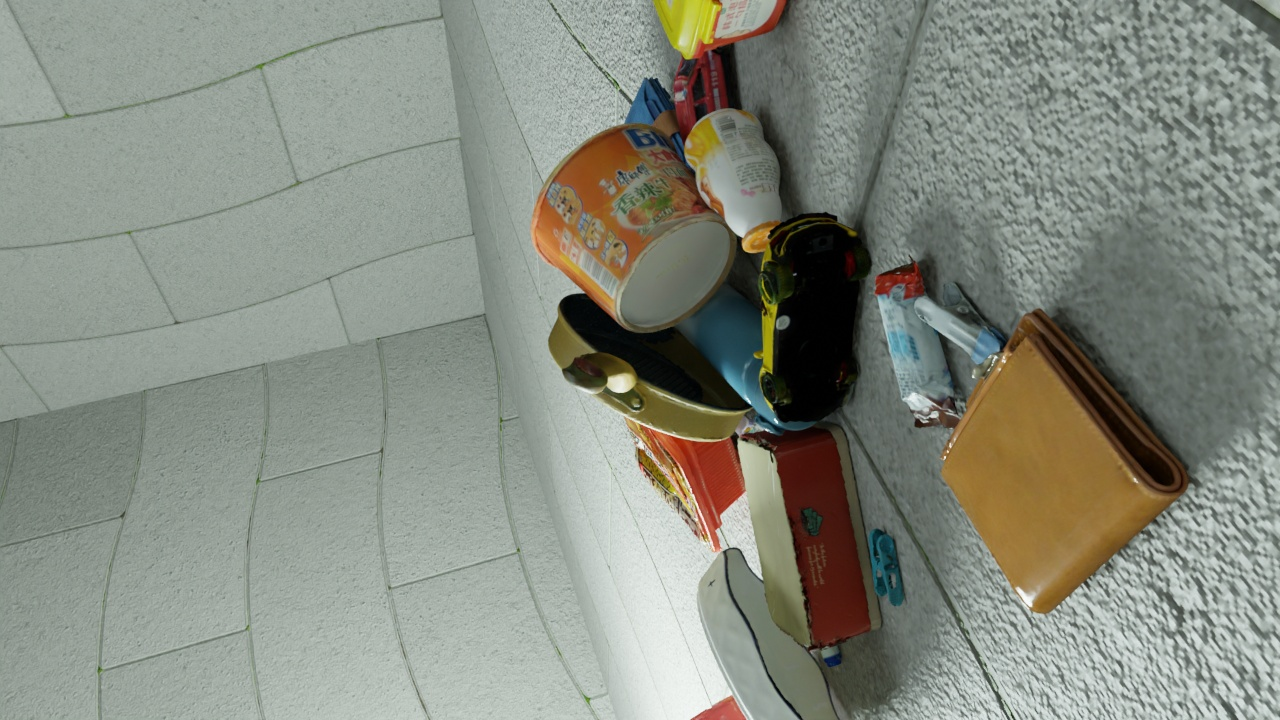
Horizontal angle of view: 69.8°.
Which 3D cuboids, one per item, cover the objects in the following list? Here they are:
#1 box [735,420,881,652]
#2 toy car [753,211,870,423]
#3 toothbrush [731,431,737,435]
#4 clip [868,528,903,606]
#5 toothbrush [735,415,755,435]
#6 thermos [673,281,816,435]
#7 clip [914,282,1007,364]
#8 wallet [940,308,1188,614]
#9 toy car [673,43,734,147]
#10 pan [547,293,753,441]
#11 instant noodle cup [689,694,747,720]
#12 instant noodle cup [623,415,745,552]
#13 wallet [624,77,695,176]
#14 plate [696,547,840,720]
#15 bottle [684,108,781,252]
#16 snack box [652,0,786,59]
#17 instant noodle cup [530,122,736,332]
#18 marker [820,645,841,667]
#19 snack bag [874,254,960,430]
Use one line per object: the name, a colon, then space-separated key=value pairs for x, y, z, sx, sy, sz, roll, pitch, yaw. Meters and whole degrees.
box: x=0.124 y=0.137 z=0.731 sx=0.091 sy=0.078 sz=0.168 roll=-169 pitch=66 yaw=-74
toy car: x=0.113 y=-0.024 z=0.628 sx=0.041 sy=0.071 sz=0.156 roll=-124 pitch=24 yaw=-53
toothbrush: x=0.073 y=0.068 z=0.996 sx=0.192 sy=0.018 sz=0.016 roll=-177 pitch=73 yaw=-75
clip: x=0.177 y=0.149 z=0.666 sx=0.041 sy=0.014 sz=0.056 roll=-157 pitch=55 yaw=-73
toothbrush: x=0.057 y=0.013 z=0.936 sx=0.189 sy=0.021 sz=0.029 roll=51 pitch=158 yaw=40
thermos: x=0.085 y=-0.012 z=0.768 sx=0.220 sy=0.070 sz=0.070 roll=-127 pitch=26 yaw=-59
clip: x=0.177 y=-0.019 z=0.500 sx=0.056 sy=0.028 sz=0.024 roll=53 pitch=158 yaw=37
wallet: x=0.197 y=0.053 z=0.455 sx=0.132 sy=0.031 sz=0.107 roll=96 pitch=154 yaw=-53
toy car: x=0.052 y=-0.218 z=0.746 sx=0.053 sy=0.045 sz=0.120 roll=-145 pitch=45 yaw=-68
pan: x=-0.004 y=0.004 z=0.751 sx=0.078 sy=0.198 sz=0.356 roll=-63 pitch=-9 yaw=18
instant noodle cup: x=0.117 y=0.394 z=0.917 sx=0.138 sy=0.137 sz=0.108 roll=98 pitch=149 yaw=-57
instant noodle cup: x=0.040 y=0.088 z=0.945 sx=0.164 sy=0.079 sz=0.189 roll=49 pitch=167 yaw=46
wallet: x=0.018 y=-0.187 z=0.873 sx=0.107 sy=0.040 sz=0.133 roll=-58 pitch=48 yaw=46
plate: x=0.111 y=0.258 z=0.779 sx=0.205 sy=0.045 sz=0.204 roll=55 pitch=-170 yaw=-15
bottle: x=0.075 y=-0.134 z=0.690 sx=0.063 sy=0.063 sz=0.108 roll=104 pitch=149 yaw=-63
snack box: x=0.057 y=-0.256 z=0.609 sx=0.091 sy=0.080 sz=0.082 roll=107 pitch=148 yaw=-65
instant noodle cup: x=0.000 y=-0.102 z=0.760 sx=0.111 sy=0.151 sz=0.152 roll=50 pitch=155 yaw=31
marker: x=0.149 y=0.200 z=0.823 sx=0.017 sy=0.017 sz=0.145 roll=116 pitch=138 yaw=-70
snack bag: x=0.162 y=-0.009 z=0.542 sx=0.045 sy=0.026 sz=0.105 roll=-13 pitch=92 yaw=68
